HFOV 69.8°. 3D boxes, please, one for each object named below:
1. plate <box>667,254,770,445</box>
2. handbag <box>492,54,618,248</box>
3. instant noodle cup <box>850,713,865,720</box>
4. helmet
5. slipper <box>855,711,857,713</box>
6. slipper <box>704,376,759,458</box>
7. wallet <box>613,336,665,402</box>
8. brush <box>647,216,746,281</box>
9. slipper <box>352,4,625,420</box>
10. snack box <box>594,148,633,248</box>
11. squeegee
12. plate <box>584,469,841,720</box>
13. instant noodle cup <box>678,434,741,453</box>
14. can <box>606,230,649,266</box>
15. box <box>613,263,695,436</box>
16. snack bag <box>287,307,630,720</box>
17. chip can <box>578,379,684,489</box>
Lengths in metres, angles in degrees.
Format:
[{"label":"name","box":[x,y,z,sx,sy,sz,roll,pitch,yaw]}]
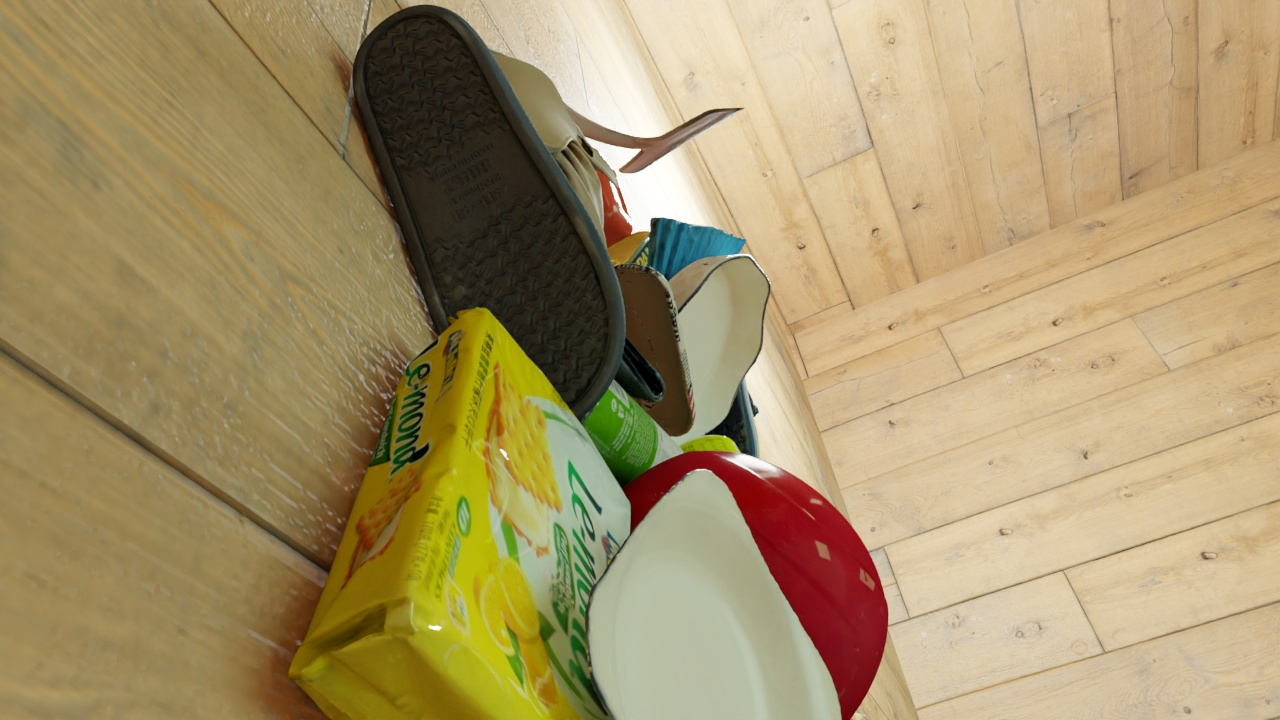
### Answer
[{"label":"plate","box":[0.052,-0.008,0.878,0.045,0.204,0.205,28,-9,29]},{"label":"handbag","box":[-0.081,-0.144,0.690,0.148,0.100,0.204,55,13,-35]},{"label":"instant noodle cup","box":[0.154,0.376,0.746,0.137,0.110,0.138,-90,154,-58]},{"label":"helmet","box":[0.072,0.138,0.592,0.207,0.144,0.239,40,11,9]},{"label":"slipper","box":[0.169,0.349,0.961,0.104,0.074,0.245,56,1,-38]},{"label":"slipper","box":[0.076,0.038,1.019,0.095,0.105,0.252,47,23,-60]},{"label":"wallet","box":[-0.046,-0.009,0.641,0.121,0.097,0.019,51,56,-52]},{"label":"brush","box":[0.011,-0.082,0.848,0.313,0.061,0.109,1,103,-61]},{"label":"slipper","box":[-0.085,-0.087,0.566,0.268,0.111,0.083,65,10,5]},{"label":"snack box","box":[-0.057,-0.140,0.832,0.082,0.080,0.091,32,38,-68]},{"label":"squeegee","box":[-0.074,-0.225,0.782,0.249,0.040,0.248,25,-7,-17]},{"label":"plate","box":[0.031,0.146,0.418,0.164,0.034,0.163,60,30,-5]},{"label":"instant noodle cup","box":[0.073,0.139,0.853,0.112,0.112,0.123,52,12,-50]},{"label":"can","box":[-0.009,-0.074,0.935,0.083,0.057,0.101,65,28,-21]},{"label":"box","box":[-0.003,0.004,0.740,0.075,0.086,0.162,-85,162,-62]},{"label":"snack bag","box":[-0.066,0.092,0.415,0.158,0.068,0.246,59,16,-28]},{"label":"chip can","box":[-0.012,0.069,0.673,0.236,0.072,0.072,49,22,-55]}]
